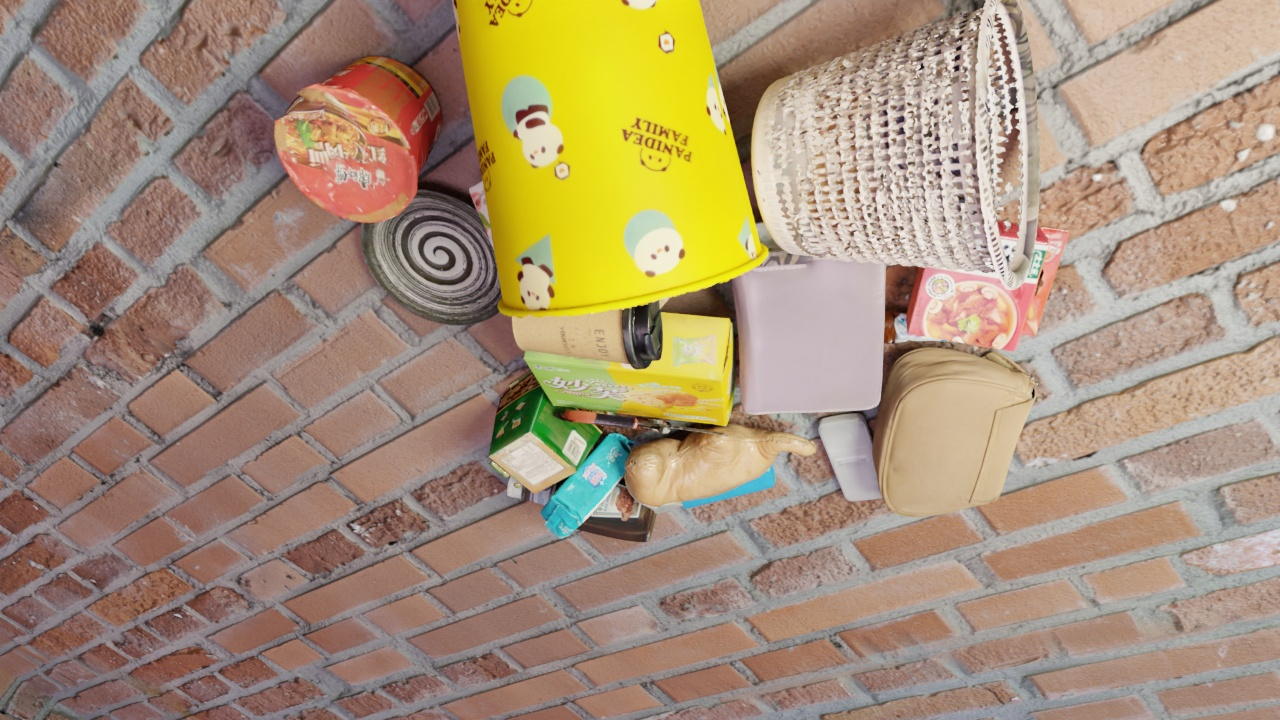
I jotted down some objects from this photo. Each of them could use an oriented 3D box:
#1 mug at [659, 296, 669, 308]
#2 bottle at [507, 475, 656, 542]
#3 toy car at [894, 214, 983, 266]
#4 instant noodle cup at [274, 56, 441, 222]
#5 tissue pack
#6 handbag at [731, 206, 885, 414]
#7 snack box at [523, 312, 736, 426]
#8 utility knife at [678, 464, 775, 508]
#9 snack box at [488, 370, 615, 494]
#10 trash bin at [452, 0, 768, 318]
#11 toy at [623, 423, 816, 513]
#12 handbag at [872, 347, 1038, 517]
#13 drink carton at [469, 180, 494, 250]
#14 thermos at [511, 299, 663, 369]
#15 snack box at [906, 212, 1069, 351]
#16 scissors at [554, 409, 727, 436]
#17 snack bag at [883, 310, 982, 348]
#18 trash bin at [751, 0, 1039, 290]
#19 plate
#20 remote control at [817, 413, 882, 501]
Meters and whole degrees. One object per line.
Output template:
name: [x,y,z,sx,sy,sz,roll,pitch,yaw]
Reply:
mug: [-0.001,-0.124,0.913,0.103,0.084,0.125,27,113,-10]
bottle: [-0.075,0.180,1.190,0.195,0.079,0.044,12,146,6]
toy car: [0.272,-0.106,0.820,0.091,0.034,0.043,-2,112,13]
instant noodle cup: [-0.258,-0.216,0.876,0.138,0.108,0.138,8,131,9]
tissue pack: [-0.062,0.152,1.123,0.050,0.133,0.093,41,153,2]
handbag: [0.164,-0.045,0.912,0.145,0.098,0.197,-8,128,2]
snack box: [-0.006,0.006,0.986,0.210,0.070,0.158,6,160,10]
utility knife: [0.090,0.168,1.175,0.188,0.018,0.034,-21,110,30]
snack box: [-0.113,0.089,1.104,0.118,0.105,0.118,-32,117,34]
trash bin: [-0.032,-0.187,0.737,0.230,0.229,0.255,-6,105,20]
toy: [0.092,0.118,1.079,0.226,0.082,0.143,-15,164,9]
handbag: [0.326,0.074,0.981,0.148,0.099,0.205,2,131,4]
drink carton: [-0.122,-0.129,0.926,0.054,0.045,0.122,-24,90,32]
thermos: [-0.046,-0.038,0.876,0.143,0.092,0.093,1,130,18]
snack box: [0.328,-0.073,0.868,0.127,0.044,0.113,9,119,8]
scissors: [0.006,0.072,1.023,0.227,0.015,0.188,5,176,27]
snack bag: [0.300,-0.034,0.937,0.105,0.026,0.045,1,136,16]
trash bin: [0.204,-0.166,0.742,0.192,0.226,0.228,0,131,32]
plate: [-0.220,-0.115,1.013,0.179,0.024,0.180,9,132,10]
remote control: [0.253,0.115,1.084,0.056,0.020,0.136,-11,127,25]
